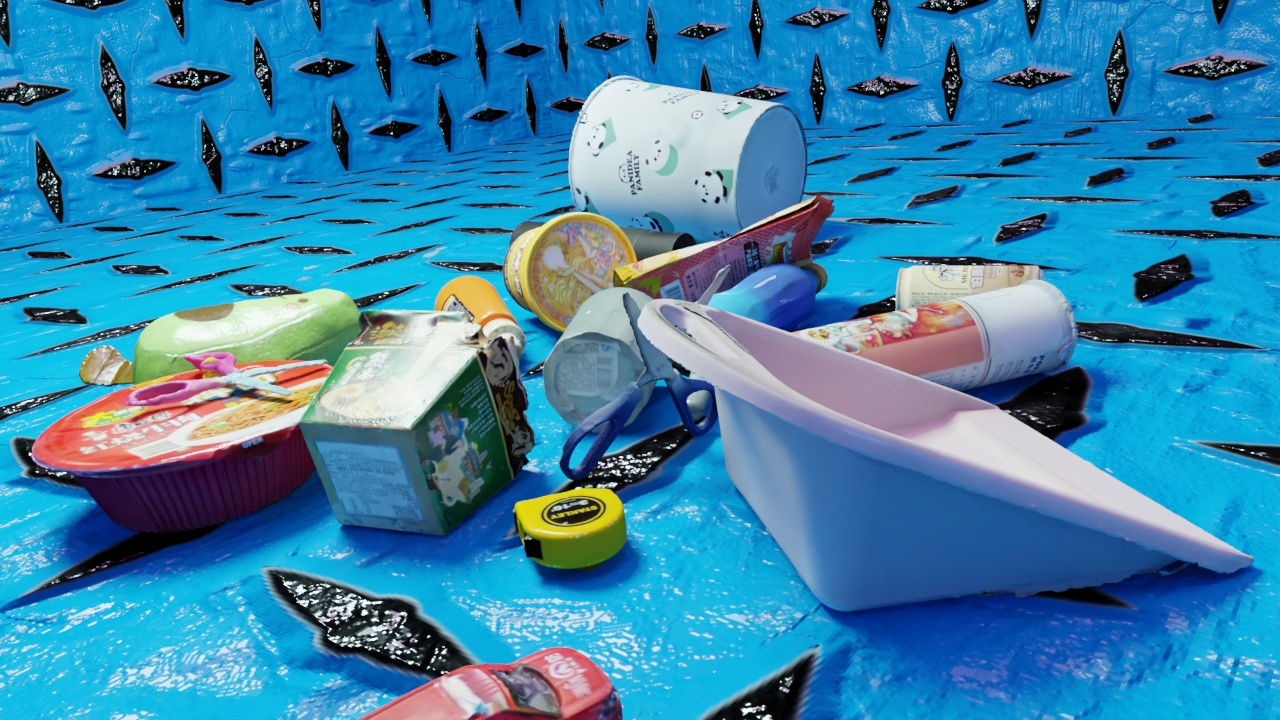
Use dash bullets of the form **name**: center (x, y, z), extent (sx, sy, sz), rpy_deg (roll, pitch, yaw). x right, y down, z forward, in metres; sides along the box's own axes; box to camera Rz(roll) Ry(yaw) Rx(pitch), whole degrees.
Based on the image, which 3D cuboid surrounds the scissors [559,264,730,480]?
- **scissors**: center (0.010, 0.014, 0.580), extent (0.162, 0.176, 0.012), rpy_deg (28, 16, -51)

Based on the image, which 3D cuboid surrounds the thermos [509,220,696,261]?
- **thermos**: center (-0.054, -0.128, 1.098), extent (0.243, 0.068, 0.089), rpy_deg (8, 19, 36)

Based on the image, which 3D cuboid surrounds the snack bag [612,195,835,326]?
- **snack bag**: center (0.081, -0.088, 0.872), extent (0.207, 0.073, 0.129), rpy_deg (-22, -21, -7)

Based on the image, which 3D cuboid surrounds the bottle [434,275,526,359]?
- **bottle**: center (-0.146, -0.032, 0.866), extent (0.066, 0.067, 0.149), rpy_deg (-14, 28, -24)

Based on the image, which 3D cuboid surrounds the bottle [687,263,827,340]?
- **bottle**: center (0.113, -0.048, 0.821), extent (0.065, 0.065, 0.218), rpy_deg (7, 22, 34)

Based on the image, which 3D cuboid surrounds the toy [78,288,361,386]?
- **toy**: center (-0.354, -0.006, 0.798), extent (0.246, 0.090, 0.227), rpy_deg (-20, 30, -27)

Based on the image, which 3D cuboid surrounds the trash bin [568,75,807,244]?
- **trash bin**: center (0.070, -0.260, 1.236), extent (0.252, 0.230, 0.228), rpy_deg (15, 27, 35)

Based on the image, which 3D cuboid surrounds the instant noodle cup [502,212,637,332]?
- **instant noodle cup**: center (-0.079, -0.090, 0.933), extent (0.118, 0.118, 0.114), rpy_deg (-14, 13, -24)

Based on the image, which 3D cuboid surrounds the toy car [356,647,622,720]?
- **toy car**: center (-0.063, 0.142, 0.343), extent (0.120, 0.045, 0.053), rpy_deg (-16, 22, -33)

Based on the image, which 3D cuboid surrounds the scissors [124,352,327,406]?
- **scissors**: center (-0.289, 0.013, 0.636), extent (0.133, 0.017, 0.133), rpy_deg (12, 23, 34)

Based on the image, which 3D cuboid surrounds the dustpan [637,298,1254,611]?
- **dustpan**: center (0.141, 0.023, 0.487), extent (0.273, 0.139, 0.222), rpy_deg (-10, 19, -12)

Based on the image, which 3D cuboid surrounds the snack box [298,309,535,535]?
- **snack box**: center (-0.143, 0.043, 0.572), extent (0.118, 0.118, 0.105), rpy_deg (2, 30, 21)

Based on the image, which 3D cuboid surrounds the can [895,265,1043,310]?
- **can**: center (0.283, -0.053, 0.792), extent (0.116, 0.058, 0.058), rpy_deg (2, 20, 23)

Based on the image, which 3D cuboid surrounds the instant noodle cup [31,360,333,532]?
- **instant noodle cup**: center (-0.295, 0.059, 0.624), extent (0.194, 0.066, 0.193), rpy_deg (-6, 18, 2)

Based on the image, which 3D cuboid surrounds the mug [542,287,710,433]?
- **mug**: center (-0.004, 0.004, 0.693), extent (0.124, 0.084, 0.103), rpy_deg (17, 22, 5)

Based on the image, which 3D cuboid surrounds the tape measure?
- **tape measure**: center (-0.036, 0.094, 0.501), extent (0.060, 0.029, 0.057), rpy_deg (-11, 18, -15)

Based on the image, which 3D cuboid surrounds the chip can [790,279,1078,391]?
- **chip can**: center (0.201, -0.005, 0.658), extent (0.214, 0.071, 0.071), rpy_deg (-12, 20, -16)
